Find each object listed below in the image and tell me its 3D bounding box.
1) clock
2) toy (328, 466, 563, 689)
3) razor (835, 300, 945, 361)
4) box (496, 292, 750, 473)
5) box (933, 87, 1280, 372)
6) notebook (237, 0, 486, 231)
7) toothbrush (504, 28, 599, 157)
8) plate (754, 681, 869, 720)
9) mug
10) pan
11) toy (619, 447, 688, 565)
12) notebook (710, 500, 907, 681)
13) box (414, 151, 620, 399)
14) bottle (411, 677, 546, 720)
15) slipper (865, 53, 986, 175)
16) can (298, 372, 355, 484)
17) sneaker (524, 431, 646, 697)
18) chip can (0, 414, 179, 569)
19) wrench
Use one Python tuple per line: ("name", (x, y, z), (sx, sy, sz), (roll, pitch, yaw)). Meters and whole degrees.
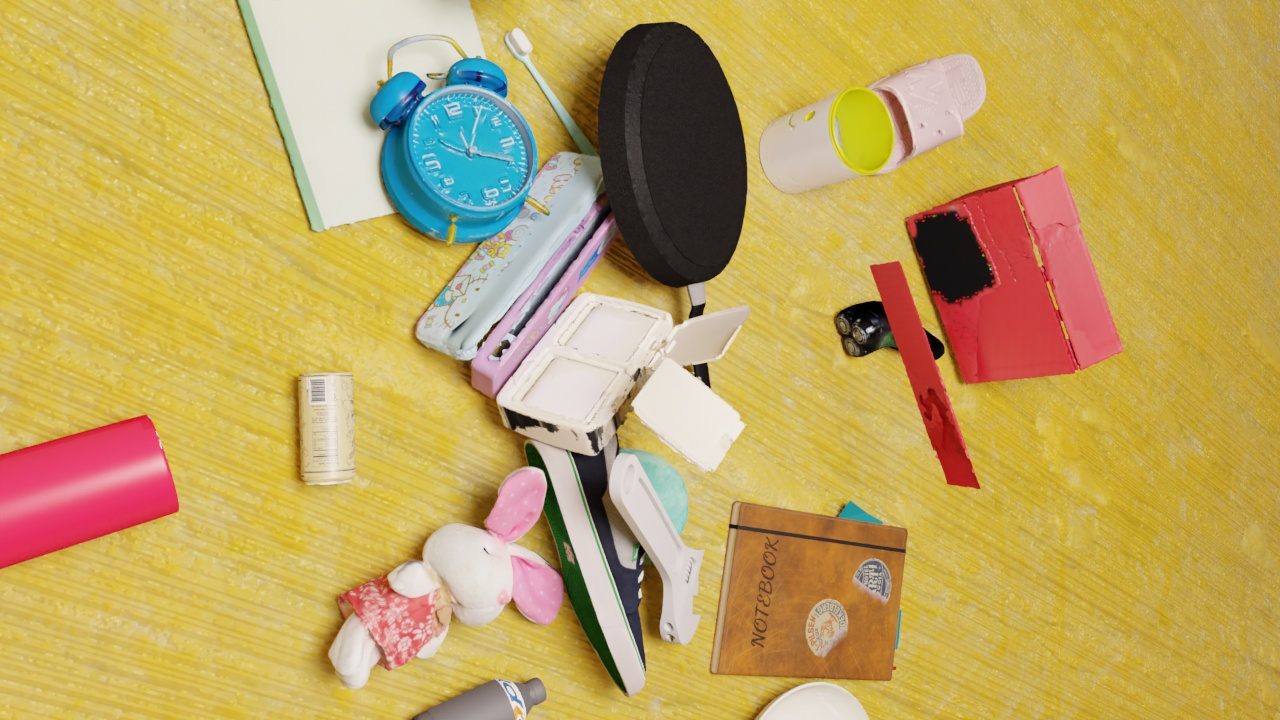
("clock", (-0.143, -0.169, 0.703), (0.116, 0.060, 0.161), (-26, 94, -28))
("toy", (-0.143, 0.171, 0.690), (0.193, 0.084, 0.159), (-25, 129, -31))
("razor", (0.271, -0.023, 0.984), (0.151, 0.054, 0.067), (18, 106, -38))
("box", (-0.004, 0.004, 0.707), (0.143, 0.191, 0.069), (-57, 149, -36))
("box", (0.516, -0.138, 1.021), (0.325, 0.153, 0.214), (-24, 98, -4))
("notebook", (-0.205, -0.241, 0.712), (0.181, 0.010, 0.252), (-20, 98, -31))
("toothbrush", (-0.060, -0.207, 0.799), (0.016, 0.017, 0.180), (-45, 111, -27))
("plate", (0.154, 0.402, 0.892), (0.182, 0.034, 0.182), (2, 87, -32))
("mug", (0.180, -0.212, 0.895), (0.082, 0.106, 0.082), (1, 87, -32))
("pan", (0.047, -0.113, 0.807), (0.224, 0.034, 0.356), (-26, 111, -56))
("toy", (0.003, 0.129, 0.813), (0.085, 0.033, 0.105), (1, 90, -23))
("notebook", (0.185, 0.231, 0.931), (0.249, 0.014, 0.178), (14, 81, -31))
("box", (-0.083, -0.075, 0.744), (0.096, 0.077, 0.213), (43, 67, -22))
("bottle", (-0.125, 0.279, 0.716), (0.112, 0.047, 0.047), (-16, 96, -31))
("slipper", (0.320, -0.284, 1.012), (0.238, 0.065, 0.094), (-33, 104, -31))
("can", (-0.228, 0.049, 0.667), (0.038, 0.038, 0.079), (-1, 88, -32))
("sneaker", (-0.022, 0.162, 0.756), (0.079, 0.084, 0.235), (-20, 102, -22))
("chip can", (-0.399, 0.096, 0.540), (0.220, 0.069, 0.069), (-18, 97, -32))
("wrench", (0.015, 0.157, 0.737), (0.273, 0.018, 0.086), (65, 37, -54))
